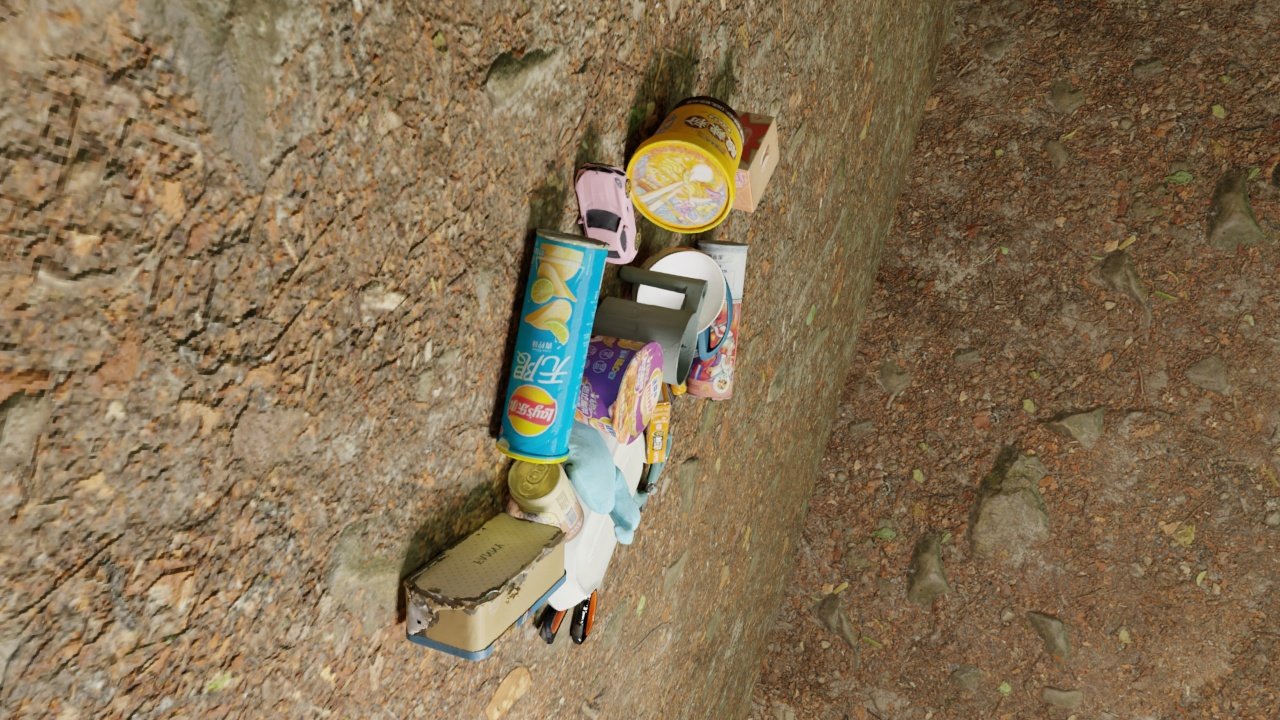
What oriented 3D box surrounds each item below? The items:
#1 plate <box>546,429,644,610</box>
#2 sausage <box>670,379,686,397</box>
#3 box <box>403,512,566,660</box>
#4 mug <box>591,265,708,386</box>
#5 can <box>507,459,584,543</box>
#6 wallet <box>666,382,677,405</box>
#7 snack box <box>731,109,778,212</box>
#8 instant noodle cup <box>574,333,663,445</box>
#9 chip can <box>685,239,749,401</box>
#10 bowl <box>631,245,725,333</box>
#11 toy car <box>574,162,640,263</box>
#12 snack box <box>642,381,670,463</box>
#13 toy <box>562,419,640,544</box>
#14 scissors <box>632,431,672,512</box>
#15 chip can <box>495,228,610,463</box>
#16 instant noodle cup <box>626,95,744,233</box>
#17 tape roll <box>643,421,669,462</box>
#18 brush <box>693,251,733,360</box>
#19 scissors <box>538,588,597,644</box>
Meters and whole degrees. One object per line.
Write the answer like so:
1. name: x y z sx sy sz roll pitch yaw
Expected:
1. plate: -0.049 0.174 1.113 0.162 0.034 0.265 71 35 -53
2. sausage: 0.042 -0.017 1.217 0.021 0.021 0.165 -52 141 -44
3. box: -0.137 0.203 0.861 0.183 0.090 0.062 -25 122 -62
4. mug: 0.010 -0.042 1.024 0.084 0.103 0.123 56 49 -71
5. can: -0.098 0.146 0.962 0.058 0.058 0.116 -63 157 -27
6. wallet: 0.054 -0.010 1.290 0.096 0.020 0.122 72 39 -54
7. snack box: 0.111 -0.251 1.139 0.092 0.094 0.077 -63 157 -24
8. instant noodle cup: -0.042 0.020 0.950 0.111 0.099 0.112 -51 151 -44
9. chip can: 0.104 -0.056 1.271 0.071 0.071 0.215 -23 120 -64
10. bowl: 0.039 -0.088 1.102 0.062 0.113 0.114 -124 -144 -58
11. toy car: -0.034 -0.142 0.910 0.122 0.056 0.037 79 27 -51
12. snack box: 0.017 0.064 1.161 0.154 0.026 0.075 92 -10 -57
13. toy: -0.049 0.124 1.000 0.161 0.050 0.156 68 9 17
14. scissors: -0.001 0.183 1.278 0.171 0.019 0.177 -49 160 -40
15. chip can: -0.083 -0.013 0.859 0.071 0.071 0.210 -16 120 -66
16. instant noodle cup: 0.057 -0.220 1.006 0.119 0.118 0.114 84 22 -46
17. tape roll: 0.018 0.102 1.291 0.085 0.014 0.086 -51 150 -46
18. brush: 0.085 -0.071 1.206 0.055 0.073 0.144 -36 124 -72
19. scissors: -0.077 0.278 1.179 0.220 0.022 0.234 -46 146 -59
